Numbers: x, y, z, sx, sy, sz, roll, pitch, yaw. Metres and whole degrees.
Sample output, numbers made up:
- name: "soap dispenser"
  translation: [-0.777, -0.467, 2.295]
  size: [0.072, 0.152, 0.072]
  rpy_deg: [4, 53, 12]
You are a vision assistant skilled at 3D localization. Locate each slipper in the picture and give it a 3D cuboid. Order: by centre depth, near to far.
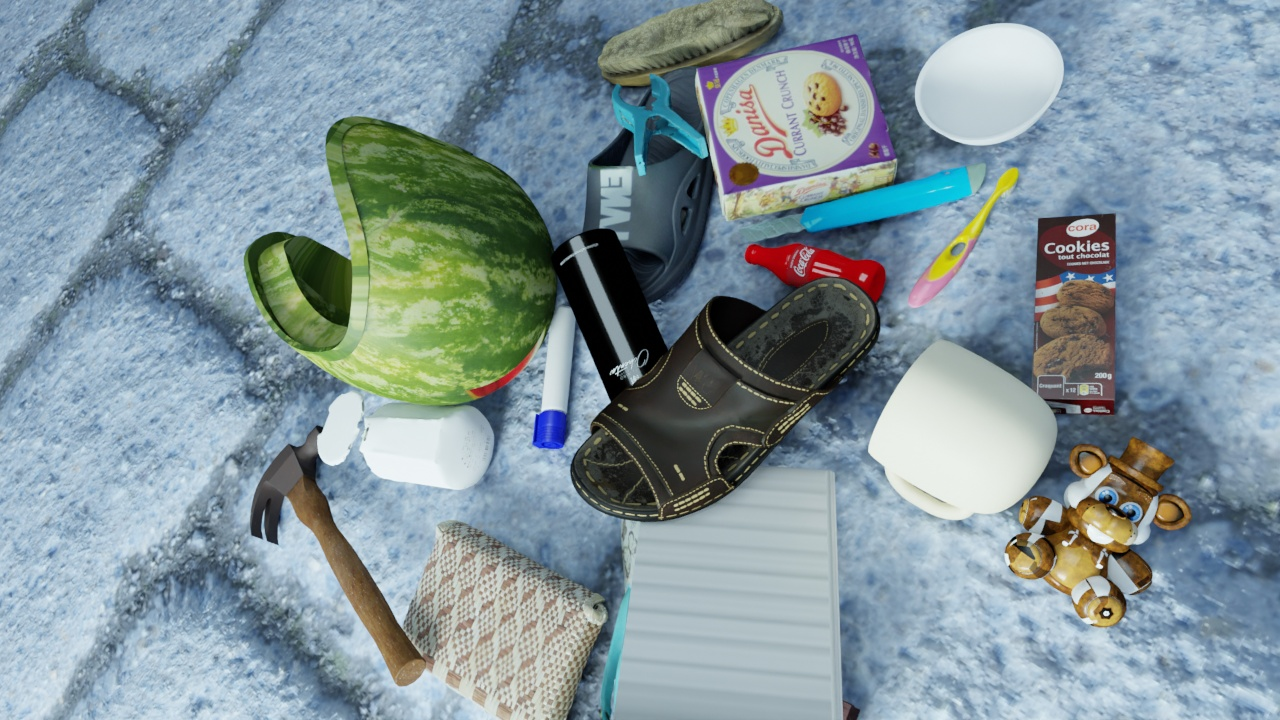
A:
- name: "slipper"
  translation: [-0.005, 0.210, 0.670]
  size: [0.054, 0.098, 0.268]
  rpy_deg: [6, 50, -17]
- name: "slipper"
  translation: [0.064, 0.020, 0.678]
  size: [0.267, 0.076, 0.113]
  rpy_deg: [-36, 64, -7]
- name: "slipper"
  translation: [0.009, -0.172, 0.844]
  size: [0.111, 0.083, 0.267]
  rpy_deg: [10, 72, 29]

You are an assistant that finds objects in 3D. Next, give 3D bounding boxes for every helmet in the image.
- name: "helmet"
  translation: [-0.188, -0.078, 0.812]
  size: [0.214, 0.246, 0.243]
  rpy_deg: [-41, 72, 33]

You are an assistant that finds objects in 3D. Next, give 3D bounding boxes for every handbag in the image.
- name: "handbag"
  translation: [-0.115, 0.220, 0.756]
  size: [0.186, 0.047, 0.124]
  rpy_deg: [19, 84, 35]

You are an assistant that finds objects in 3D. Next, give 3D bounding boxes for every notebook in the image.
- name: "notebook"
  translation: [0.065, 0.158, 0.639]
  size: [0.143, 0.009, 0.209]
  rpy_deg: [3, 47, 7]

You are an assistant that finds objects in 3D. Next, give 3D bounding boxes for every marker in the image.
- name: "marker"
  translation: [-0.078, 0.014, 0.840]
  size: [0.027, 0.023, 0.133]
  rpy_deg: [-6, 66, 23]

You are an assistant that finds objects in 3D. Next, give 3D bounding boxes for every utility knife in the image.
- name: "utility knife"
  translation: [0.182, -0.128, 0.763]
  size: [0.206, 0.015, 0.031]
  rpy_deg: [-10, 65, 15]

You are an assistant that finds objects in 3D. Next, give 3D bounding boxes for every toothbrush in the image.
- name: "toothbrush"
  translation: [0.255, -0.095, 0.720]
  size: [0.021, 0.016, 0.135]
  rpy_deg: [38, 91, 33]

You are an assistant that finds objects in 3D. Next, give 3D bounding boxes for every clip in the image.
- name: "clip"
  translation: [-0.004, -0.209, 0.819]
  size: [0.114, 0.028, 0.126]
  rpy_deg: [-8, 48, 0]

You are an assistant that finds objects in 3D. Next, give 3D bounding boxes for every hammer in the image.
- name: "hammer"
  translation: [-0.279, 0.179, 0.845]
  size: [0.115, 0.033, 0.323]
  rpy_deg: [-51, 47, -1]

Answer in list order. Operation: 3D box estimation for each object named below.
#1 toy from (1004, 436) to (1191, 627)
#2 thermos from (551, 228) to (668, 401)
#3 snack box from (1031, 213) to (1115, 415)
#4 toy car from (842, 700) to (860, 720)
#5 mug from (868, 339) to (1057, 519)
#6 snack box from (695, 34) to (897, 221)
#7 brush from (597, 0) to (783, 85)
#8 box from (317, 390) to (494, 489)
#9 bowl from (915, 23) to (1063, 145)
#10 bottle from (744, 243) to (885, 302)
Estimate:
- name: "toy"
  translation: [0.293, 0.102, 0.582]
  size: [0.087, 0.067, 0.113]
  rpy_deg: [35, 100, 19]
- name: "thermos"
  translation: [-0.005, 0.004, 0.763]
  size: [0.061, 0.061, 0.231]
  rpy_deg: [-27, 75, 15]
- name: "snack box"
  translation: [0.309, -0.033, 0.652]
  size: [0.051, 0.031, 0.140]
  rpy_deg: [0, 69, 28]
- name: "toy car"
  translation: [0.087, 0.296, 0.604]
  size: [0.070, 0.062, 0.169]
  rpy_deg: [18, 79, 33]
- name: "mug"
  translation: [0.221, 0.060, 0.627]
  size: [0.100, 0.096, 0.120]
  rpy_deg: [34, 126, 26]
- name: "snack box"
  translation: [0.131, -0.202, 0.794]
  size: [0.148, 0.041, 0.143]
  rpy_deg: [-11, 63, 5]
- name: "brush"
  translation: [0.045, -0.317, 0.911]
  size: [0.196, 0.043, 0.059]
  rpy_deg: [-8, 65, 26]
- name: "box"
  translation: [-0.223, 0.072, 0.852]
  size: [0.166, 0.092, 0.083]
  rpy_deg: [1, 80, 31]
- name: "bowl"
  translation: [0.282, -0.213, 0.741]
  size: [0.110, 0.040, 0.109]
  rpy_deg: [-11, 64, 23]
- name: "bottle"
  translation: [0.140, -0.076, 0.758]
  size: [0.119, 0.036, 0.036]
  rpy_deg: [19, 78, 33]
